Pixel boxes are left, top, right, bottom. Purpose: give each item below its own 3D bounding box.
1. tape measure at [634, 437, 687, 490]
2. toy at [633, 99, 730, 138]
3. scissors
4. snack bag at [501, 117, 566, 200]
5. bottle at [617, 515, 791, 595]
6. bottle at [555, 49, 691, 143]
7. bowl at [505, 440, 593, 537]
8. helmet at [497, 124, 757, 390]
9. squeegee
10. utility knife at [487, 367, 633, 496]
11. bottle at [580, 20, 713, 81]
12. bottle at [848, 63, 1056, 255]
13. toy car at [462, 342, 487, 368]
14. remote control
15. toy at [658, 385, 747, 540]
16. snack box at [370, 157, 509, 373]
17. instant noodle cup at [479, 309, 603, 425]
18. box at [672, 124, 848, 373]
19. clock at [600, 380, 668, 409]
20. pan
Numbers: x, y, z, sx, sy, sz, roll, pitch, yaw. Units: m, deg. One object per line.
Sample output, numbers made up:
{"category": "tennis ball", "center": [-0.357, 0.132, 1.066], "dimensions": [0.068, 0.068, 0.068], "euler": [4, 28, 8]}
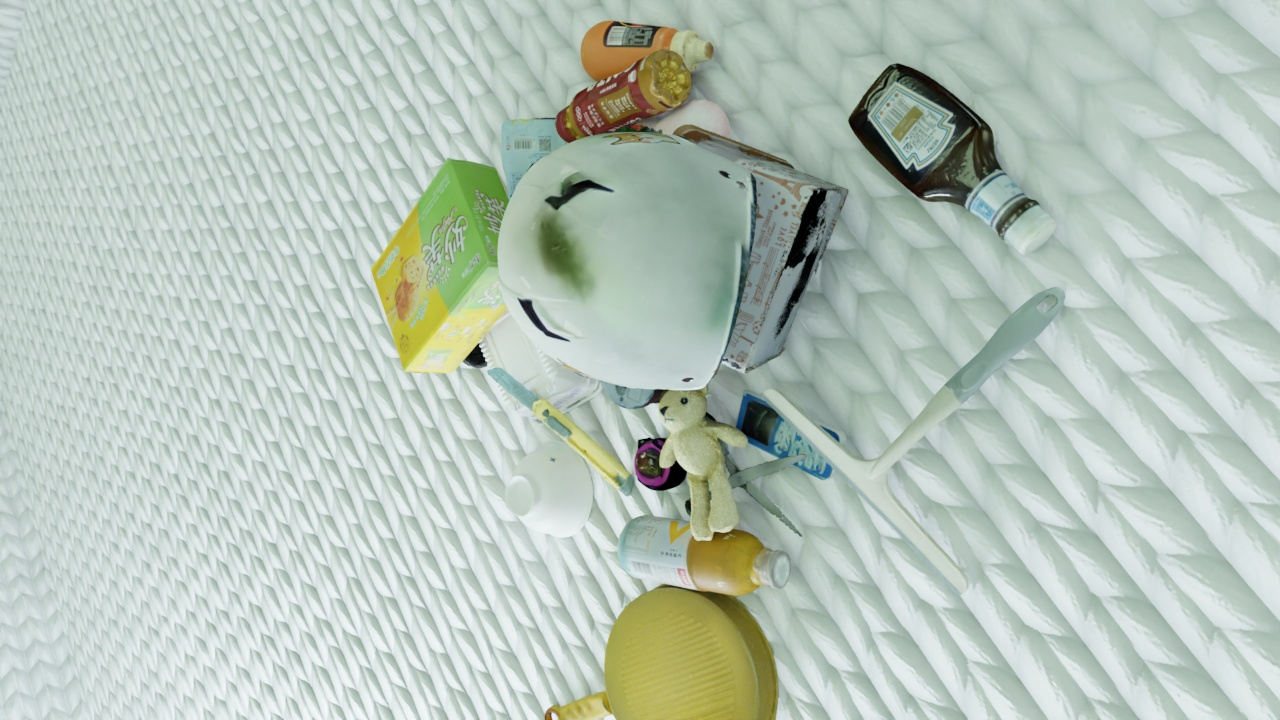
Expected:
{"category": "tape measure", "center": [0.020, 0.111, 0.984], "dimensions": [0.058, 0.039, 0.057], "euler": [7, 96, 40]}
{"category": "toy", "center": [0.033, -0.211, 0.950], "dimensions": [0.159, 0.054, 0.121], "euler": [24, 103, 49]}
{"category": "scissors", "center": [0.098, 0.113, 0.918], "dimensions": [0.180, 0.014, 0.159], "euler": [-35, 73, 45]}
{"category": "snack bag", "center": [-0.130, -0.192, 1.102], "dimensions": [0.110, 0.038, 0.191], "euler": [7, 101, 32]}
{"category": "bottle", "center": [0.063, 0.199, 0.932], "dimensions": [0.190, 0.067, 0.068], "euler": [0, 92, 41]}
{"category": "bottle", "center": [-0.024, -0.270, 0.963], "dimensions": [0.175, 0.057, 0.057], "euler": [-8, 86, 50]}
{"category": "bowl", "center": [-0.121, 0.157, 1.092], "dimensions": [0.118, 0.064, 0.118], "euler": [3, 94, 41]}
{"category": "helmet", "center": [-0.038, -0.090, 0.772], "dimensions": [0.274, 0.156, 0.230], "euler": [29, 108, 49]}
{"category": "squeegee", "center": [0.256, 0.034, 0.763], "dimensions": [0.246, 0.039, 0.247], "euler": [47, 115, 17]}
{"category": "utility knife", "center": [-0.089, 0.076, 1.044], "dimensions": [0.216, 0.022, 0.031], "euler": [42, 112, 9]}
{"category": "bottle", "center": [0.010, -0.324, 0.964], "dimensions": [0.150, 0.066, 0.067], "euler": [11, 99, 33]}
{"category": "bottle", "center": [0.261, -0.164, 0.763], "dimensions": [0.195, 0.044, 0.080], "euler": [52, 123, 26]}
{"category": "toy car", "center": [-0.218, -0.066, 1.163], "dimensions": [0.042, 0.070, 0.158], "euler": [-16, 81, 41]}
{"category": "remote control", "center": [0.142, 0.071, 0.887], "dimensions": [0.125, 0.024, 0.049], "euler": [25, 108, 42]}
{"category": "toy", "center": [0.055, 0.098, 0.901], "dimensions": [0.105, 0.066, 0.157], "euler": [-26, 72, 40]}
{"category": "snack box", "center": [-0.222, -0.105, 1.064], "dimensions": [0.211, 0.070, 0.157], "euler": [-43, 59, 36]}
{"category": "instant noodle cup", "center": [-0.131, -0.016, 1.082], "dimensions": [0.138, 0.060, 0.173], "euler": [-30, 83, 38]}
{"category": "box", "center": [0.074, -0.112, 0.857], "dimensions": [0.174, 0.151, 0.182], "euler": [26, 109, 18]}
{"category": "clock", "center": [-0.006, 0.006, 0.993], "dimensions": [0.122, 0.055, 0.082], "euler": [23, 107, 39]}
{"category": "pan", "center": [-0.001, 0.366, 1.012], "dimensions": [0.358, 0.078, 0.197], "euler": [-30, 70, 31]}
